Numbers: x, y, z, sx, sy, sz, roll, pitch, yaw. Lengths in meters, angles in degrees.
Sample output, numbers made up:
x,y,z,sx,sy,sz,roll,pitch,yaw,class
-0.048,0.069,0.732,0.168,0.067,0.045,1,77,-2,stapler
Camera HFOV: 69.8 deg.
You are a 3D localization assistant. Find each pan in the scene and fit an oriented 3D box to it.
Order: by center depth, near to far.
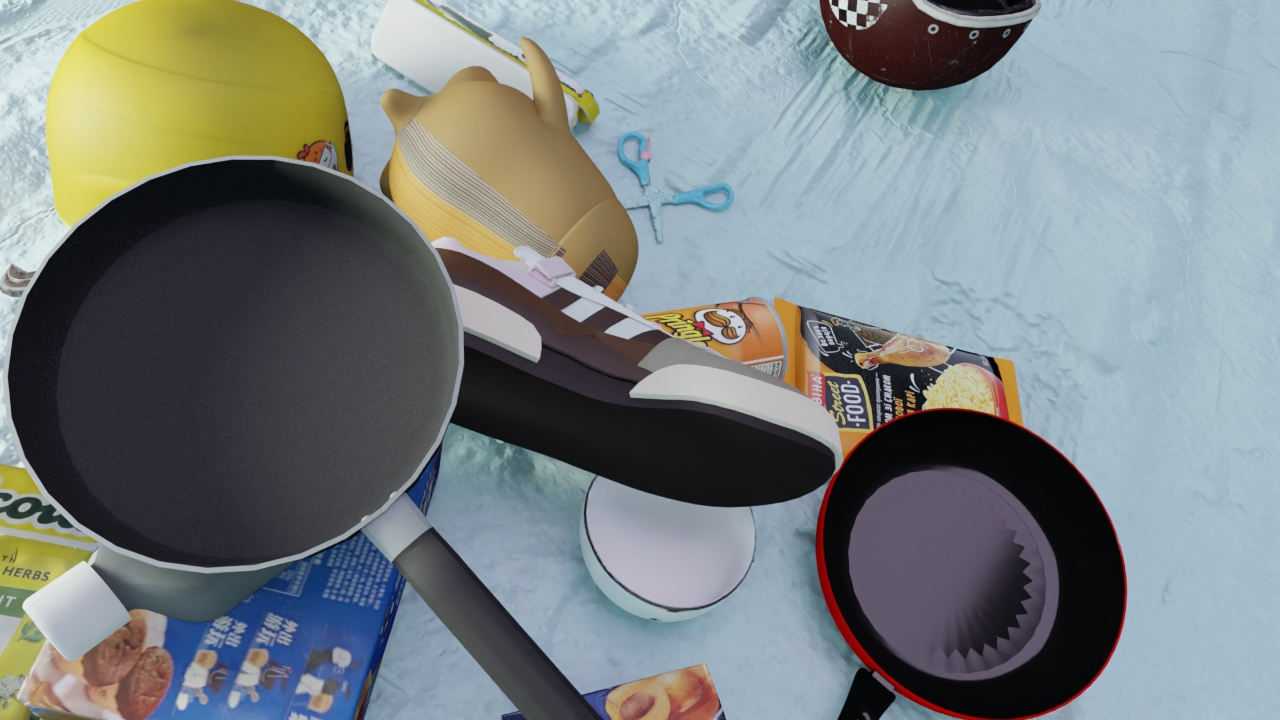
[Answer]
x,y,z,sx,sy,sz,roll,pitch,yaw,class
-0.137,0.054,0.435,0.203,0.044,0.355,-41,82,-17,pan
0.174,0.183,0.598,0.209,0.067,0.355,40,69,12,pan

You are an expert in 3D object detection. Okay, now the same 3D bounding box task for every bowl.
x,y,z,sx,sy,sz,roll,pitch,yaw,class
0.013,0.118,0.596,0.113,0.063,0.113,8,53,-11,bowl

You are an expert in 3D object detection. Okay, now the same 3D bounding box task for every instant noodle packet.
x,y,z,sx,sy,sz,roll,pitch,yaw,class
0.208,0.037,0.735,0.220,0.032,0.159,14,52,-7,instant noodle packet

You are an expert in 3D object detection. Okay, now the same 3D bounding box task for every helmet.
x,y,z,sx,sy,sz,roll,pitch,yaw,class
-0.314,-0.193,0.671,0.209,0.140,0.239,13,52,-8,helmet
0.311,-0.413,0.950,0.232,0.254,0.234,-27,42,-37,helmet

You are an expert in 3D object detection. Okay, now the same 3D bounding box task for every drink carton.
x,y,z,sx,sy,sz,roll,pitch,yaw,class
-0.016,0.222,0.527,0.130,0.040,0.064,-7,57,-21,drink carton

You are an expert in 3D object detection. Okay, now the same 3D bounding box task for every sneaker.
x,y,z,sx,sy,sz,roll,pitch,yaw,class
-0.017,-0.003,0.565,0.294,0.112,0.116,16,52,-1,sneaker

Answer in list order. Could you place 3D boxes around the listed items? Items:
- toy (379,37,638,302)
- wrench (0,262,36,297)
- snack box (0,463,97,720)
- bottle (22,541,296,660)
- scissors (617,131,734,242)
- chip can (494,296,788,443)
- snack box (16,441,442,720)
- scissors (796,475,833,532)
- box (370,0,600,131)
x,y,z,sx,sy,sz,roll,pitch,yaw,class
-0.088,-0.114,0.690,0.203,0.199,0.162,41,9,9,toy
-0.294,-0.040,0.584,0.274,0.010,0.069,12,37,19,wrench
-0.358,0.139,0.477,0.121,0.045,0.180,12,52,-8,snack box
-0.220,0.081,0.472,0.084,0.046,0.173,40,54,14,bottle
0.026,-0.158,0.835,0.135,0.015,0.135,2,61,-14,scissors
-0.004,0.004,0.666,0.214,0.075,0.075,-9,59,-23,chip can
-0.214,0.117,0.522,0.155,0.069,0.202,15,52,-7,snack box
0.195,0.138,0.670,0.170,0.028,0.138,9,55,-6,scissors
-0.138,-0.265,0.846,0.209,0.079,0.080,33,18,7,box
